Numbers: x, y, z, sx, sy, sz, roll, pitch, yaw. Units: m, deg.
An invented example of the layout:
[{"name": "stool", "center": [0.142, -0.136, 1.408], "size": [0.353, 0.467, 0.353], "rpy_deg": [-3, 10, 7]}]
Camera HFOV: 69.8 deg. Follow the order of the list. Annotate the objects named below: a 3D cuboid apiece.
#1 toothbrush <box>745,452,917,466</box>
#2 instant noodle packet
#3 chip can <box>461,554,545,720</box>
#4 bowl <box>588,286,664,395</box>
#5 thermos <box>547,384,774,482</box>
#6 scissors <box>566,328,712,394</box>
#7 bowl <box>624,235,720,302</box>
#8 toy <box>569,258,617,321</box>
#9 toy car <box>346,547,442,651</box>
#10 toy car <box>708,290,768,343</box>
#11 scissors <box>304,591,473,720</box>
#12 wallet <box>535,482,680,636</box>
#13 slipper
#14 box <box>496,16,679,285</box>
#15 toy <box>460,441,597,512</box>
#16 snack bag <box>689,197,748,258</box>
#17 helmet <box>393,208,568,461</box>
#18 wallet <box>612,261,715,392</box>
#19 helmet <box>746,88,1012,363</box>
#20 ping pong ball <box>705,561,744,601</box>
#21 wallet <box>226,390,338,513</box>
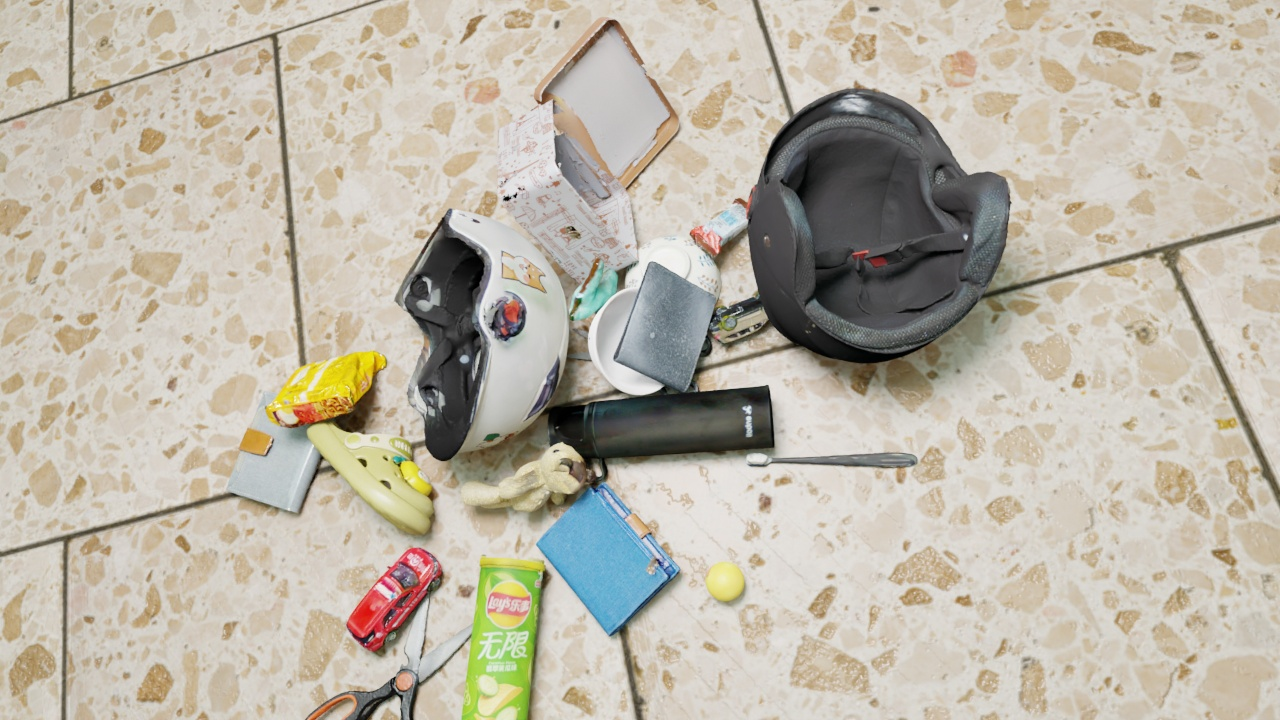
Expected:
[{"name": "toothbrush", "center": [0.203, 0.106, 0.983], "size": [0.181, 0.018, 0.015], "rpy_deg": [-1, 69, 10]}, {"name": "instant noodle packet", "center": [-0.367, 0.031, 1.077], "size": [0.111, 0.128, 0.044], "rpy_deg": [-10, 114, 6]}, {"name": "chip can", "center": [-0.145, 0.317, 0.953], "size": [0.073, 0.072, 0.221], "rpy_deg": [0, 72, 12]}, {"name": "bowl", "center": [-0.017, -0.022, 1.024], "size": [0.065, 0.118, 0.118], "rpy_deg": [2, 66, 56]}, {"name": "thermos", "center": [0.024, 0.081, 1.008], "size": [0.243, 0.068, 0.090], "rpy_deg": [-6, 103, 11]}, {"name": "scissors", "center": [0.002, -0.006, 1.064], "size": [0.166, 0.014, 0.163], "rpy_deg": [-34, 66, 1]}, {"name": "bowl", "center": [0.034, -0.099, 1.061], "size": [0.113, 0.062, 0.113], "rpy_deg": [-4, 70, 10]}, {"name": "toy", "center": [-0.050, -0.076, 1.012], "size": [0.030, 0.091, 0.097], "rpy_deg": [30, 123, 12]}, {"name": "toy car", "center": [-0.270, 0.259, 1.006], "size": [0.053, 0.045, 0.120], "rpy_deg": [30, 71, 26]}, {"name": "toy car", "center": [0.121, -0.051, 1.038], "size": [0.090, 0.035, 0.042], "rpy_deg": [-24, 26, 3]}, {"name": "scissors", "center": [-0.260, 0.370, 0.989], "size": [0.221, 0.022, 0.224], "rpy_deg": [-22, 67, -1]}, {"name": "wallet", "center": [-0.036, 0.210, 0.985], "size": [0.106, 0.040, 0.133], "rpy_deg": [-45, 69, 4]}, {"name": "slipper", "center": [-0.298, 0.117, 1.044], "size": [0.190, 0.092, 0.081], "rpy_deg": [37, 77, 21]}, {"name": "box", "center": [-0.061, -0.236, 1.057], "size": [0.130, 0.179, 0.271], "rpy_deg": [1, 60, 35]}, {"name": "toy", "center": [-0.126, 0.133, 1.000], "size": [0.158, 0.105, 0.066], "rpy_deg": [-18, 62, 26]}, {"name": "snack bag", "center": [0.102, -0.158, 1.068], "size": [0.045, 0.026, 0.105], "rpy_deg": [40, 54, 18]}, {"name": "helmet", "center": [-0.161, -0.028, 1.015], "size": [0.156, 0.231, 0.273], "rpy_deg": [0, 64, -32]}, {"name": "wallet", "center": [0.029, -0.037, 1.004], "size": [0.019, 0.097, 0.120], "rpy_deg": [-1, 67, 57]}, {"name": "helmet", "center": [0.223, -0.128, 0.942], "size": [0.233, 0.230, 0.274], "rpy_deg": [-2, 72, -7]}, {"name": "ping pong ball", "center": [0.088, 0.229, 0.951], "size": [0.040, 0.040, 0.040], "rpy_deg": [-4, 71, 10]}, {"name": "wallet", "center": [-0.433, 0.107, 1.101], "size": [0.107, 0.037, 0.129], "rpy_deg": [14, 75, 15]}]
